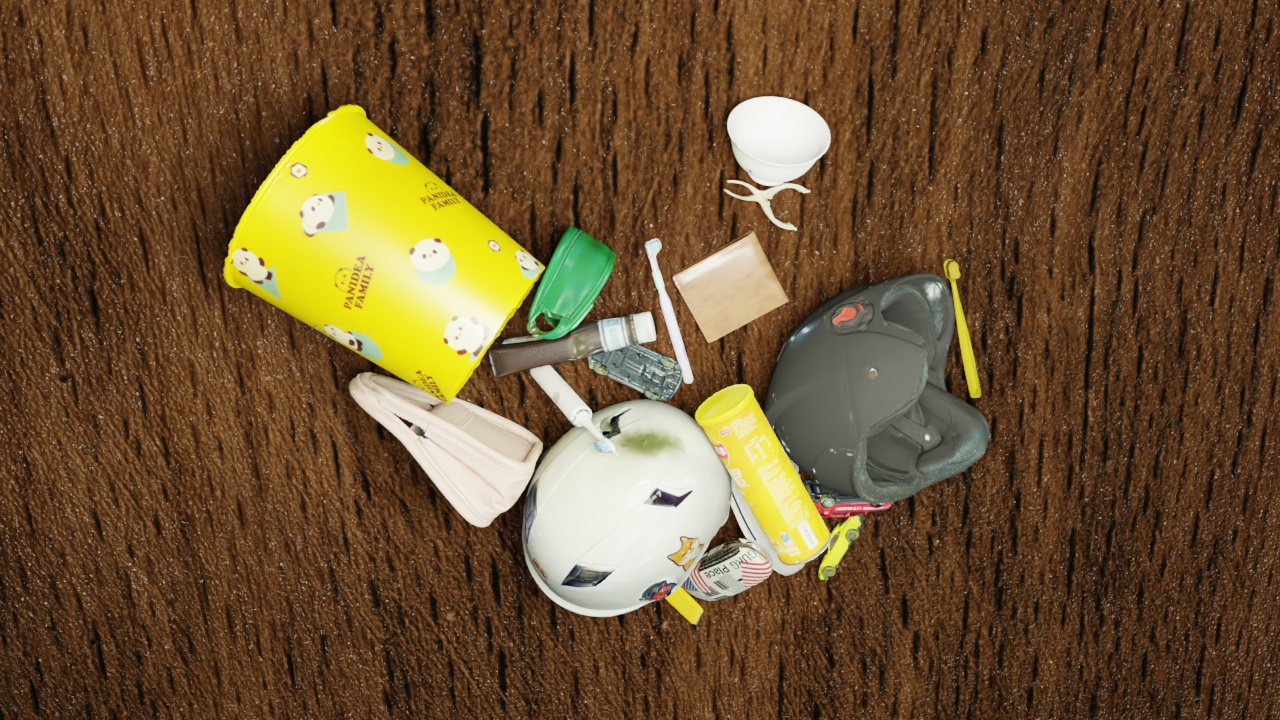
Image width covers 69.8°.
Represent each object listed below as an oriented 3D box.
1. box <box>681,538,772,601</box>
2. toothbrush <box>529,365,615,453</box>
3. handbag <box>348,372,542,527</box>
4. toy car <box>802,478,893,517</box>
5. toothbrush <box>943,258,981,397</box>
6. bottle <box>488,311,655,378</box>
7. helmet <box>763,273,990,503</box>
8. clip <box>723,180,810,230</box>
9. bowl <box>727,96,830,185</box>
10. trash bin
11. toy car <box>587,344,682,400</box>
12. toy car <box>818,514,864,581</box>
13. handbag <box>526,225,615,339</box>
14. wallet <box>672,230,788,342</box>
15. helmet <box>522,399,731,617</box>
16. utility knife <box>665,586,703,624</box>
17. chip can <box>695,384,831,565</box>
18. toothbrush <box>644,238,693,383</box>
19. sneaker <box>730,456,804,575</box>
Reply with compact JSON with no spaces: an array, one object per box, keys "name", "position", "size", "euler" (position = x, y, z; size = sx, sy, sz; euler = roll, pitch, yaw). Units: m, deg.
[{"name":"box","position":[0.110,0.270,1.185],"size":[0.069,0.052,0.165],"euler":[51,137,0]},{"name":"toothbrush","position":[-0.079,0.053,1.054],"size":[0.026,0.221,0.027],"euler":[-10,117,-24]},{"name":"handbag","position":[-0.233,0.083,1.070],"size":[0.234,0.193,0.093],"euler":[36,93,-5]},{"name":"toy car","position":[0.271,0.179,1.207],"size":[0.120,0.052,0.045],"euler":[-4,122,1]},{"name":"toothbrush","position":[0.415,-0.039,1.176],"size":[0.016,0.016,0.190],"euler":[-17,107,0]},{"name":"bottle","position":[-0.080,-0.021,1.094],"size":[0.195,0.079,0.044],"euler":[-12,102,6]},{"name":"helmet","position":[0.269,0.028,1.076],"size":[0.233,0.231,0.274],"euler":[37,67,-47]},{"name":"clip","position":[0.160,-0.202,1.099],"size":[0.102,0.035,0.095],"euler":[43,102,-7]},{"name":"bowl","position":[0.154,-0.243,1.063],"size":[0.118,0.118,0.065],"euler":[0,144,-5]},{"name":"trash bin","position":[-0.256,-0.100,0.972],"size":[0.255,0.229,0.230],"euler":[35,100,-7]},{"name":"toy car","position":[-0.007,0.007,1.141],"size":[0.120,0.036,0.054],"euler":[25,102,-1]},{"name":"toy car","position":[0.265,0.248,1.229],"size":[0.032,0.048,0.105],"euler":[30,102,16]},{"name":"handbag","position":[-0.084,-0.088,1.057],"size":[0.068,0.131,0.120],"euler":[31,103,-9]},{"name":"wallet","position":[0.111,-0.090,1.133],"size":[0.115,0.020,0.101],"euler":[-28,107,6]},{"name":"helmet","position":[-0.025,0.156,1.057],"size":[0.273,0.157,0.230],"euler":[-39,67,-10]},{"name":"utility knife","position":[0.031,0.303,1.237],"size":[0.033,0.015,0.156],"euler":[-39,107,12]},{"name":"chip can","position":[0.143,0.132,1.055],"size":[0.072,0.072,0.213],"euler":[-30,106,3]},{"name":"toothbrush","position":[0.038,-0.058,1.135],"size":[0.021,0.029,0.189],"euler":[-2,113,37]},{"name":"sneaker","position":[0.165,0.164,1.168],"size":[0.088,0.118,0.241],"euler":[-24,102,22]}]
